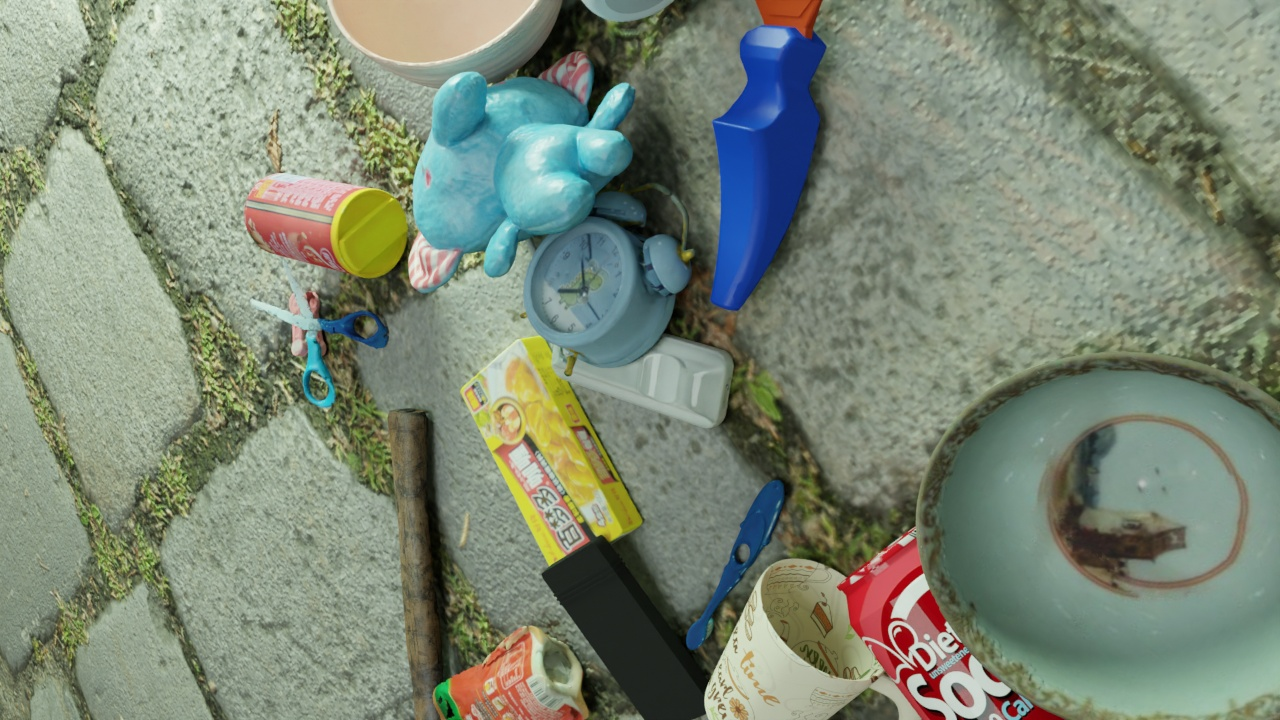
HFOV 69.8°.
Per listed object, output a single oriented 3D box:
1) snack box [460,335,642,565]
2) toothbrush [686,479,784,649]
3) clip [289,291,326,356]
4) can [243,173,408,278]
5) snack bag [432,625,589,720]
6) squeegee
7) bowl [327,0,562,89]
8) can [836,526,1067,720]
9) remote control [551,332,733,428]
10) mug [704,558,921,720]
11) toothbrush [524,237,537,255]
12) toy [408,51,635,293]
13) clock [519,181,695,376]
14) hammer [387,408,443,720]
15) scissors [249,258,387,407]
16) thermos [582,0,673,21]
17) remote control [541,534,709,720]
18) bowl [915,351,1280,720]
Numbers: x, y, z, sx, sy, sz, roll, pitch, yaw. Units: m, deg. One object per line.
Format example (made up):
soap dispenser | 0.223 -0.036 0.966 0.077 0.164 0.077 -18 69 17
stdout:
snack box | -0.064 0.066 0.639 0.075 0.025 0.152 -38 75 34
toothbrush | 0.059 0.128 0.569 0.021 0.016 0.132 34 113 26
clip | -0.287 -0.029 0.776 0.023 0.043 0.060 -10 105 32
can | -0.246 -0.107 0.714 0.124 0.066 0.067 15 106 33
snack bag | -0.109 0.262 0.674 0.155 0.044 0.087 -40 71 22
squeegee | 0.068 -0.118 0.500 0.249 0.055 0.185 29 114 47
bowl | -0.112 -0.232 0.581 0.153 0.076 0.153 -3 74 9
can | 0.168 0.154 0.459 0.075 0.074 0.142 -47 71 31
remote control | -0.004 0.003 0.588 0.133 0.022 0.050 17 107 32
mug | 0.101 0.185 0.525 0.122 0.080 0.097 27 122 1
toothbrush | -0.102 -0.137 0.637 0.018 0.019 0.188 -30 80 27
toy | -0.075 -0.117 0.535 0.183 0.115 0.181 -53 28 -7
clock | -0.018 -0.053 0.564 0.125 0.051 0.089 -47 58 13
hammer | -0.183 0.202 0.742 0.120 0.033 0.330 2 98 36
scissors | -0.260 -0.031 0.752 0.117 0.014 0.130 -26 85 15
thermos | -0.032 -0.313 0.510 0.101 0.068 0.229 128 125 -64
remote control | -0.008 0.182 0.608 0.058 0.013 0.133 -36 90 33
bowl | 0.215 0.070 0.401 0.160 0.093 0.160 6 100 34
